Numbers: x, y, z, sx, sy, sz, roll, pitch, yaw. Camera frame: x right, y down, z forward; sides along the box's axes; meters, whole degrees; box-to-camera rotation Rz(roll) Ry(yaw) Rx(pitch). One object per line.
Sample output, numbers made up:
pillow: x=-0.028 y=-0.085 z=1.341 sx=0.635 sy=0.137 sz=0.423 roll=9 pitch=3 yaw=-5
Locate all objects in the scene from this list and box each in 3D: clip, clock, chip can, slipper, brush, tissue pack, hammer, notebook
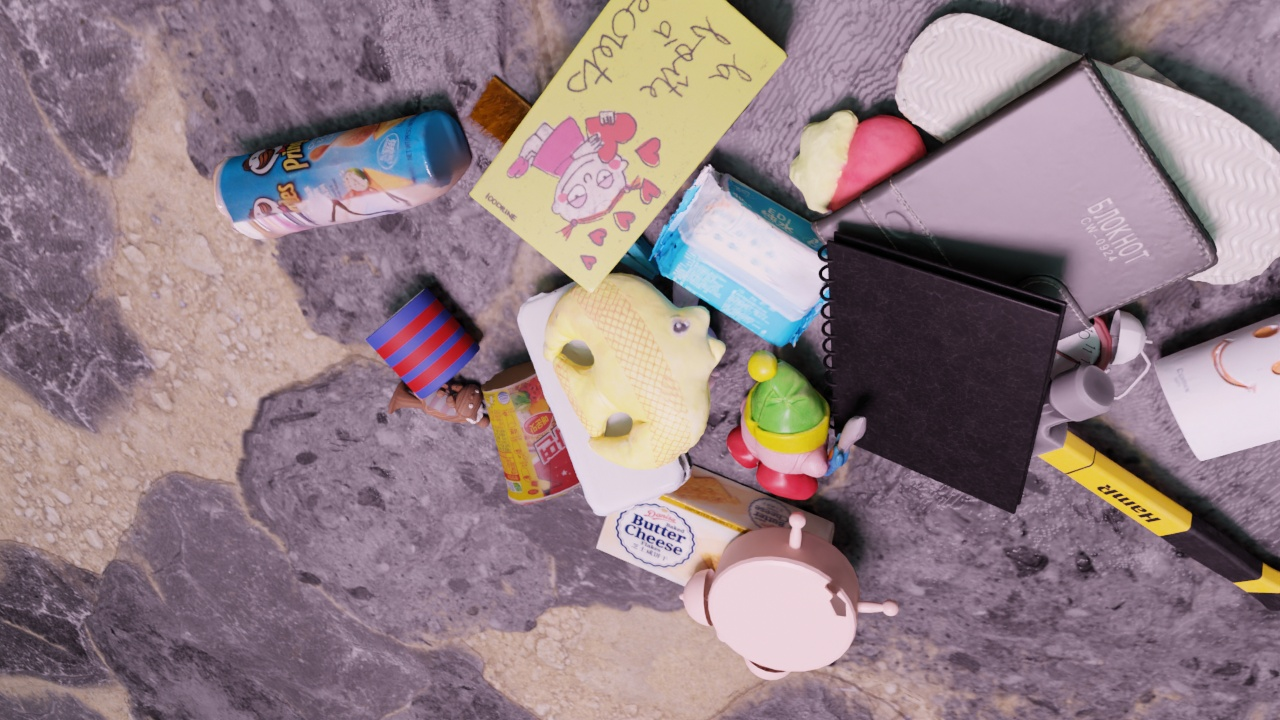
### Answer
clip: x=-0.047 y=-0.115 z=0.764 sx=0.119 sy=0.033 sz=0.120 roll=-10 pitch=121 yaw=12
clock: x=0.319 y=-0.012 z=0.695 sx=0.124 sy=0.044 sz=0.087 roll=28 pitch=125 yaw=3
chip can: x=-0.262 y=-0.159 z=0.801 sx=0.230 sy=0.079 sz=0.080 roll=-6 pitch=118 yaw=23
slipper: x=0.301 y=-0.145 z=0.615 sx=0.272 sy=0.053 sz=0.115 roll=31 pitch=123 yaw=5
brush: x=-0.084 y=-0.176 z=0.758 sx=0.126 sy=0.017 sz=0.049 roll=39 pitch=125 yaw=-5
tissue pack: x=0.087 y=-0.083 z=0.726 sx=0.144 sy=0.061 sz=0.093 roll=31 pitch=123 yaw=-4
clock: x=0.124 y=0.222 z=0.819 sx=0.131 sy=0.086 sz=0.161 roll=44 pitch=129 yaw=-8
hammer: x=0.398 y=0.116 z=0.730 sx=0.324 sy=0.034 sz=0.170 roll=32 pitch=151 yaw=-10
notebook: x=0.214 y=0.014 z=0.690 sx=0.169 sy=0.019 sz=0.232 roll=24 pitch=148 yaw=30
notebook: x=0.248 y=-0.080 z=0.628 sx=0.169 sy=0.029 sz=0.210 roll=49 pitch=134 yaw=-12

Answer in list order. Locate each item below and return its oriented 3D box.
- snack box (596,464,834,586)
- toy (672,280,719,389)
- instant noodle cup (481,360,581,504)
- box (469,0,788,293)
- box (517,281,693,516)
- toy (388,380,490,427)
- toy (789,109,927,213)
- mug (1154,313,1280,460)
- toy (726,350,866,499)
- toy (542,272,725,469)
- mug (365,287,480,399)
snack box: x=0.070 y=0.170 z=0.888 sx=0.208 sy=0.057 sz=0.104 roll=22 pitch=125 yaw=6
toy: x=0.034 y=-0.022 z=0.792 sx=0.064 sy=0.047 sz=0.110 roll=-12 pitch=112 yaw=13
instant noodle cup: x=-0.098 y=0.063 z=0.867 sx=0.100 sy=0.100 sz=0.112 roll=-11 pitch=108 yaw=25
box: x=-0.008 y=-0.173 z=0.668 sx=0.124 sy=0.079 sz=0.221 roll=41 pitch=112 yaw=-7
box: x=-0.033 y=0.030 z=0.820 sx=0.118 sy=0.063 sz=0.213 roll=-24 pitch=90 yaw=6
toy: x=-0.200 y=0.041 z=0.920 sx=0.102 sy=0.041 sz=0.055 roll=16 pitch=146 yaw=1
toy: x=0.176 y=-0.134 z=0.671 sx=0.135 sy=0.045 sz=0.092 roll=19 pitch=130 yaw=15
mug: x=0.435 y=0.017 z=0.647 sx=0.106 sy=0.082 sz=0.082 roll=-27 pitch=108 yaw=32
toy: x=0.120 y=0.052 z=0.764 sx=0.124 sy=0.096 sz=0.132 roll=51 pitch=135 yaw=41
toy: x=-0.004 y=0.004 z=0.753 sx=0.155 sy=0.064 sz=0.170 roll=-26 pitch=90 yaw=28
mug: x=-0.214 y=-0.013 z=0.880 sx=0.076 sy=0.074 sz=0.112 roll=50 pitch=149 yaw=-13
